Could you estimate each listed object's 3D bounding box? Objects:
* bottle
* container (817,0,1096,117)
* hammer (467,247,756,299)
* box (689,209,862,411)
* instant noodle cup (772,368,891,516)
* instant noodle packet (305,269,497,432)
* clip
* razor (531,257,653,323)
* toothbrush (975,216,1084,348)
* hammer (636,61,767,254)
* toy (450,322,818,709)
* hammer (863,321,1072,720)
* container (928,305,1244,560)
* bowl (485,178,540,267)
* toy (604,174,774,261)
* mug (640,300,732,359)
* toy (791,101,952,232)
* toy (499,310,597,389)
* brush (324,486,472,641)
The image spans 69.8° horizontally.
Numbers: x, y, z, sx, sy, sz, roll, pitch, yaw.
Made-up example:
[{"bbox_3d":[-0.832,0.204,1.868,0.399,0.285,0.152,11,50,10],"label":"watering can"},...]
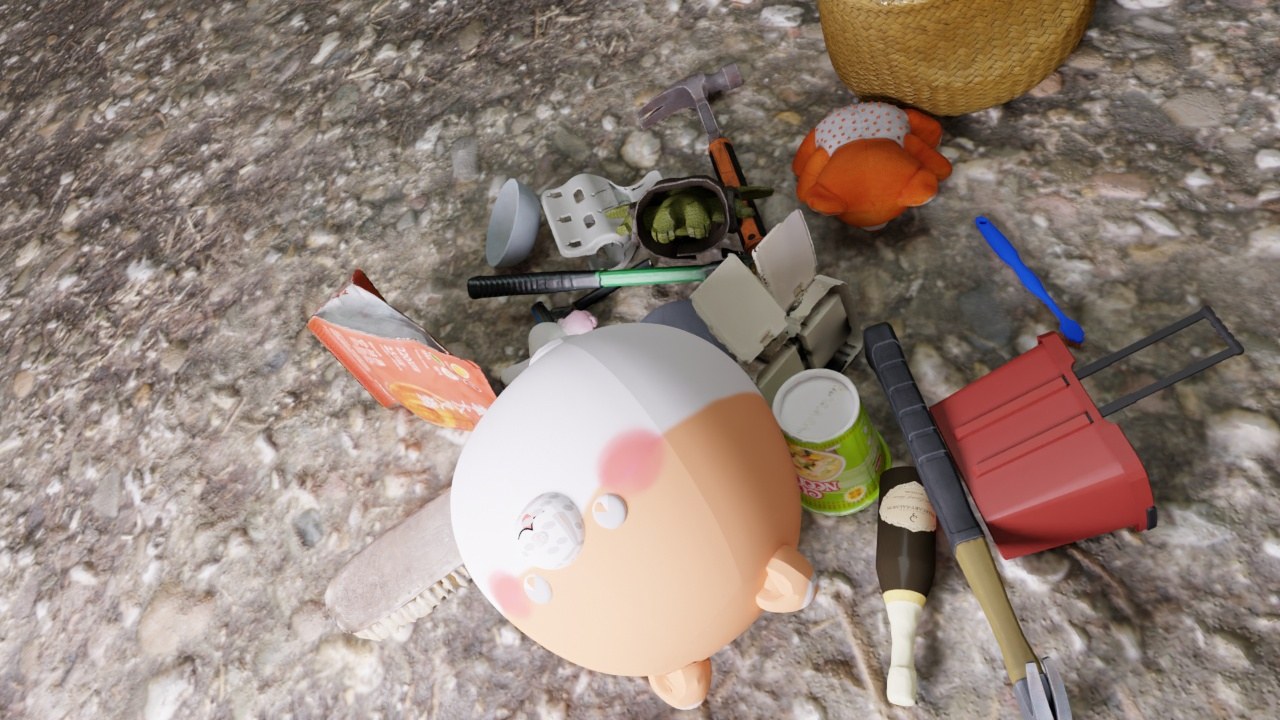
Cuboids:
[{"bbox_3d":[0.206,0.174,0.715,0.045,0.045,0.184,-2,55,21],"label":"bottle"},{"bbox_3d":[0.338,-0.421,1.002,0.307,0.197,0.306,-11,54,15],"label":"container"},{"bbox_3d":[-0.036,-0.086,0.965,0.319,0.032,0.130,-2,16,20],"label":"hammer"},{"bbox_3d":[0.124,-0.030,0.811,0.050,0.184,0.143,26,64,42],"label":"box"},{"bbox_3d":[0.156,0.065,0.776,0.099,0.108,0.098,-11,53,15],"label":"instant noodle cup"},{"bbox_3d":[-0.208,0.016,0.926,0.221,0.164,0.083,24,65,35],"label":"instant noodle packet"},{"bbox_3d":[-0.031,-0.161,1.066,0.152,0.096,0.126,-12,50,-12],"label":"clip"},{"bbox_3d":[-0.049,-0.074,1.022,0.144,0.022,0.042,-28,59,-6],"label":"razor"},{"bbox_3d":[0.361,-0.078,0.858,0.016,0.018,0.182,-24,47,5],"label":"toothbrush"},{"bbox_3d":[0.085,-0.229,1.070,0.138,0.035,0.313,-20,51,8],"label":"hammer"},{"bbox_3d":[-0.005,0.113,0.709,0.263,0.265,0.280,-49,66,19],"label":"toy"},{"bbox_3d":[0.232,0.112,0.678,0.025,0.118,0.332,-18,57,6],"label":"hammer"},{"bbox_3d":[0.341,0.052,0.696,0.201,0.127,0.148,-27,49,15],"label":"container"},{"bbox_3d":[-0.147,-0.159,1.088,0.107,0.039,0.106,-35,49,54],"label":"bowl"},{"bbox_3d":[0.046,-0.148,0.937,0.179,0.078,0.152,-7,14,9],"label":"toy"},{"bbox_3d":[0.066,0.004,0.886,0.123,0.084,0.104,-9,48,-18],"label":"mug"},{"bbox_3d":[0.237,-0.197,0.954,0.164,0.093,0.172,-7,41,15],"label":"toy"},{"bbox_3d":[-0.093,-0.004,0.975,0.122,0.038,0.079,-49,57,-3],"label":"toy"},{"bbox_3d":[-0.173,0.167,0.871,0.271,0.057,0.083,-35,54,-4],"label":"brush"}]
